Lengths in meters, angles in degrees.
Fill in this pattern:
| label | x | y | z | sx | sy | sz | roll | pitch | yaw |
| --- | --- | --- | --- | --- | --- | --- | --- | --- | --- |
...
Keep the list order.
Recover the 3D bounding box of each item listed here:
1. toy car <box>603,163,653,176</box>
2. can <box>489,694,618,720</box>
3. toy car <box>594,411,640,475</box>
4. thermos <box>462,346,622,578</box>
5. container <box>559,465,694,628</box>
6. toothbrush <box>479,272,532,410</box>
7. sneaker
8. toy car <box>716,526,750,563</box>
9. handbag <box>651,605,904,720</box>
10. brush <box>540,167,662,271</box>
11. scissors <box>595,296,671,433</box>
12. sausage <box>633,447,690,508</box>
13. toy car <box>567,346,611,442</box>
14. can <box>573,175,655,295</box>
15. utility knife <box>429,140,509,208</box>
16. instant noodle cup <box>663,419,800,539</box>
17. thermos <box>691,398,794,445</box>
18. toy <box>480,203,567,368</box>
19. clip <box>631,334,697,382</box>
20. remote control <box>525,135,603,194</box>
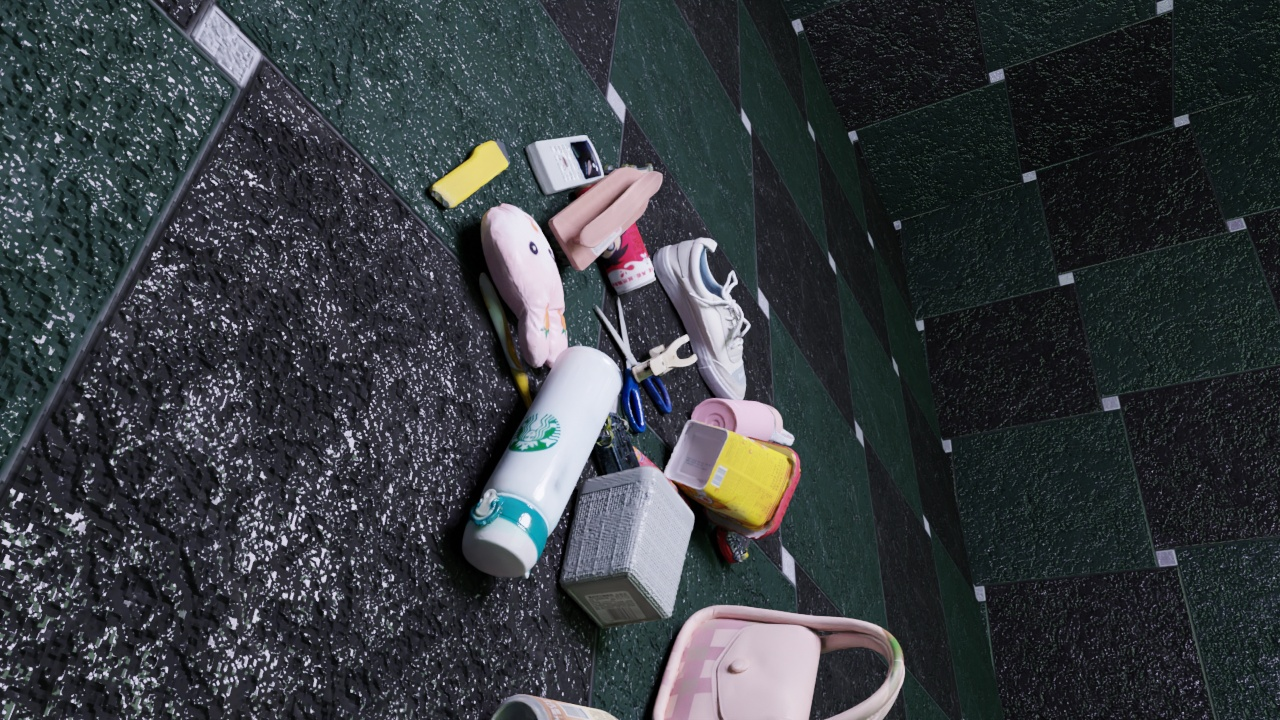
| label | x | y | z | sx | sy | sz | roll | pitch | yaw |
| --- | --- | --- | --- | --- | --- | --- | --- | --- | --- |
| toy car | -0.016 | -0.237 | 1.184 | 0.090 | 0.042 | 0.035 | -32 | 125 | -60 |
| can | -0.061 | 0.287 | 0.687 | 0.116 | 0.059 | 0.058 | 39 | 39 | -50 |
| toy car | -0.022 | 0.104 | 0.934 | 0.048 | 0.031 | 0.105 | -26 | 95 | -65 |
| thermos | -0.080 | 0.080 | 0.763 | 0.073 | 0.073 | 0.223 | 58 | 35 | -27 |
| container | -0.013 | 0.173 | 0.838 | 0.090 | 0.090 | 0.114 | 54 | 32 | -32 |
| toothbrush | -0.109 | 0.009 | 0.837 | 0.016 | 0.018 | 0.191 | -25 | 96 | -67 |
| sneaker | 0.108 | -0.056 | 1.253 | 0.242 | 0.091 | 0.089 | 64 | 26 | -16 |
| toy car | 0.121 | 0.212 | 1.157 | 0.049 | 0.031 | 0.106 | 66 | 26 | -13 |
| handbag | 0.136 | 0.311 | 0.870 | 0.093 | 0.235 | 0.192 | 66 | 25 | -16 |
| brush | -0.036 | -0.161 | 0.993 | 0.145 | 0.073 | 0.063 | -45 | 116 | -32 |
| scissors | -0.008 | 0.011 | 1.058 | 0.162 | 0.012 | 0.174 | 43 | 35 | -44 |
| sausage | 0.017 | 0.131 | 1.012 | 0.156 | 0.020 | 0.020 | 49 | 33 | -40 |
| toy car | -0.062 | 0.035 | 0.902 | 0.048 | 0.032 | 0.105 | 26 | 38 | -57 |
| can | -0.029 | -0.147 | 1.074 | 0.133 | 0.053 | 0.053 | 68 | 24 | -7 |
| utility knife | -0.160 | -0.178 | 0.869 | 0.033 | 0.015 | 0.153 | 56 | 28 | -16 |
| instant noodle cup | 0.102 | 0.132 | 1.068 | 0.123 | 0.116 | 0.116 | 32 | 78 | -36 |
| thermos | 0.144 | 0.091 | 1.234 | 0.198 | 0.087 | 0.067 | 11 | 107 | -62 |
| toy | -0.104 | -0.070 | 0.857 | 0.121 | 0.054 | 0.159 | -3 | 76 | -77 |
| clip | 0.017 | 0.005 | 1.081 | 0.104 | 0.084 | 0.035 | -28 | 96 | -41 |
| remote control | -0.084 | -0.227 | 1.057 | 0.058 | 0.021 | 0.149 | 67 | 25 | -8 |
